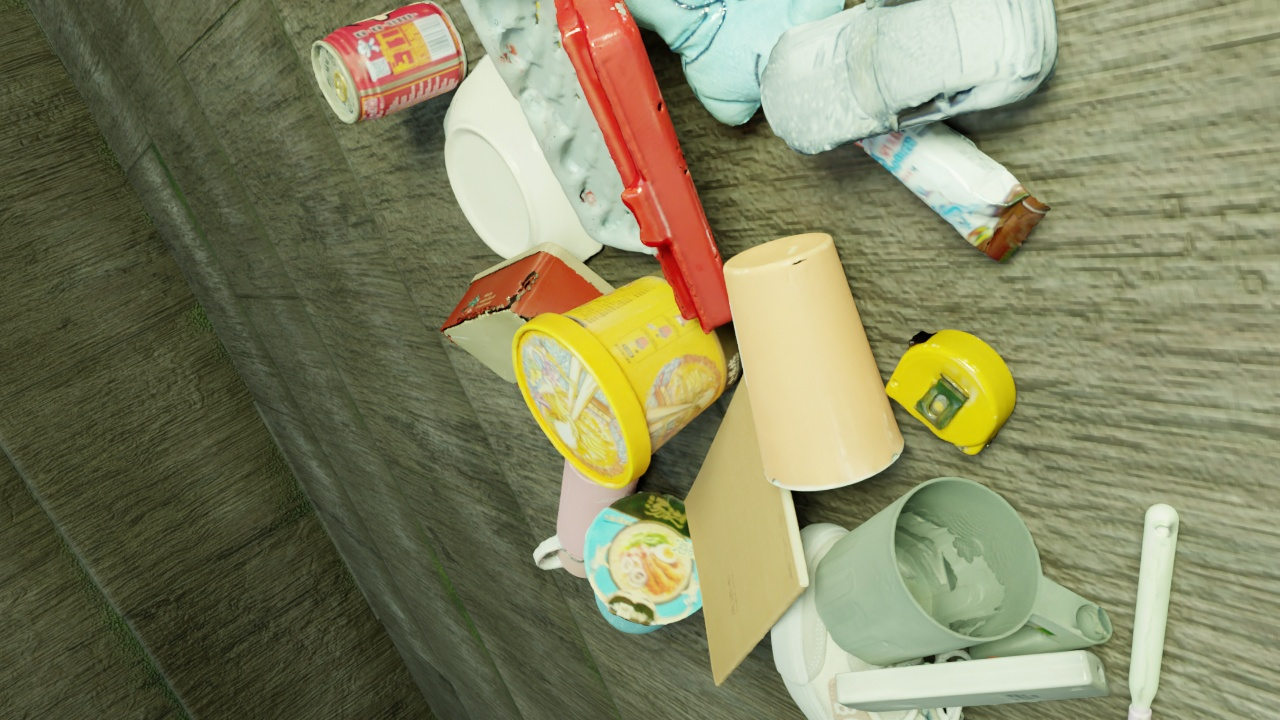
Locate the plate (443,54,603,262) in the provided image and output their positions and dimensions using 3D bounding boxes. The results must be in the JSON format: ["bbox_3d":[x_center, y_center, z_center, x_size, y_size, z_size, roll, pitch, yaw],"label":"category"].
[{"bbox_3d":[-0.104,-0.133,0.700,0.163,0.034,0.165,59,152,-4],"label":"plate"}]

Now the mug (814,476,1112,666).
[{"bbox_3d":[0.169,0.129,0.502,0.124,0.083,0.104,29,150,0],"label":"mug"}]

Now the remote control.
[{"bbox_3d":[0.175,0.174,0.494,0.135,0.019,0.056,-18,148,30],"label":"remote control"}]

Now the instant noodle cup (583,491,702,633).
[{"bbox_3d":[0.002,0.185,0.789,0.111,0.111,0.121,48,156,17],"label":"instant noodle cup"}]

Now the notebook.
[{"bbox_3d":[0.066,0.118,0.623,0.212,0.012,0.149,106,160,-55],"label":"notebook"}]

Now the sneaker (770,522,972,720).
[{"bbox_3d":[0.159,0.215,0.580,0.091,0.089,0.242,2,121,55],"label":"sneaker"}]

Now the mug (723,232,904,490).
[{"bbox_3d":[0.088,-0.002,0.493,0.078,0.078,0.123,5,118,56],"label":"mug"}]

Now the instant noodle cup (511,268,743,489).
[{"bbox_3d":[-0.004,0.003,0.593,0.118,0.114,0.119,38,146,31],"label":"instant noodle cup"}]

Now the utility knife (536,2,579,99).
[{"bbox_3d":[-0.031,-0.173,0.564,0.033,0.015,0.154,-9,110,53],"label":"utility knife"}]

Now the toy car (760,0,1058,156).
[{"bbox_3d":[0.100,-0.117,0.362,0.121,0.036,0.054,-6,102,42],"label":"toy car"}]

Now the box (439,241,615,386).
[{"bbox_3d":[-0.088,-0.023,0.711,0.091,0.077,0.169,38,159,-21],"label":"box"}]

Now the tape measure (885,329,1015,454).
[{"bbox_3d":[0.152,0.015,0.451,0.060,0.028,0.057,43,148,24],"label":"tape measure"}]

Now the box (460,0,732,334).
[{"bbox_3d":[-0.014,-0.117,0.502,0.160,0.065,0.201,43,167,43],"label":"box"}]

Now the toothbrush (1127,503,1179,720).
[{"bbox_3d":[0.246,0.144,0.447,0.029,0.020,0.190,2,123,25],"label":"toothbrush"}]

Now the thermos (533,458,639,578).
[{"bbox_3d":[-0.051,0.135,0.832,0.199,0.087,0.067,105,147,-53],"label":"thermos"}]

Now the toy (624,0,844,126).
[{"bbox_3d":[0.022,-0.185,0.434,0.162,0.049,0.156,8,127,49],"label":"toy"}]

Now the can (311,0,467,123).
[{"bbox_3d":[-0.185,-0.219,0.675,0.066,0.093,0.067,38,146,31],"label":"can"}]

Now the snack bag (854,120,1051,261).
[{"bbox_3d":[0.125,-0.086,0.397,0.104,0.026,0.048,48,159,16],"label":"snack bag"}]
